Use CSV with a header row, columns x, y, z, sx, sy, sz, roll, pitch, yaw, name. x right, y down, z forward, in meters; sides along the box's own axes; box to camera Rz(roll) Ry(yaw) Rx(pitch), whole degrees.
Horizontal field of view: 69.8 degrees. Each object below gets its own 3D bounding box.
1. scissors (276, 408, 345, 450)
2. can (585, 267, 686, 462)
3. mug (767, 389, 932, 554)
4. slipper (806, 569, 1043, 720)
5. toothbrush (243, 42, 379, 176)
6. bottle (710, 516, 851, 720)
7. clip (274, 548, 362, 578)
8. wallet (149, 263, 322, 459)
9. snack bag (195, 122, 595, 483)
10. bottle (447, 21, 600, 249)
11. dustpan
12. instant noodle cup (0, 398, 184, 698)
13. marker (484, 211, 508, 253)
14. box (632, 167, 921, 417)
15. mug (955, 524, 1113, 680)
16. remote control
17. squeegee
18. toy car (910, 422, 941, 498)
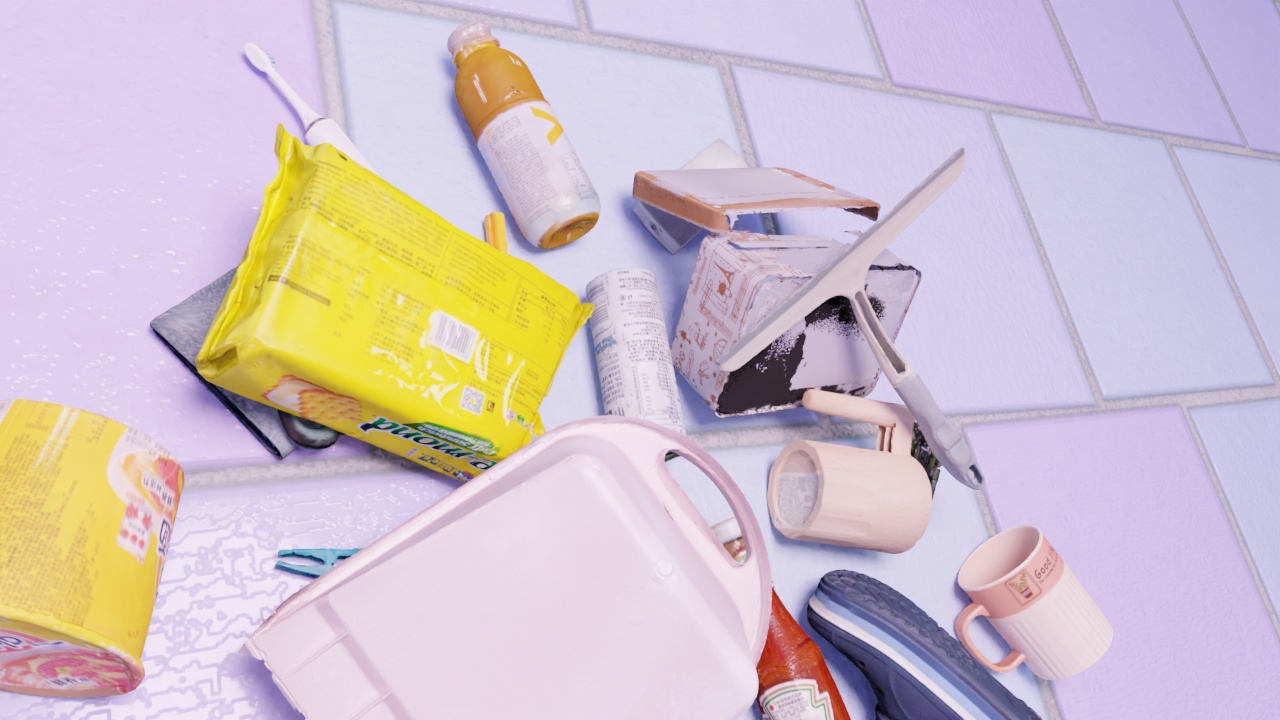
x,y,z,sx,sy,sz,roll,pitch,yaw,name
-0.169,0.001,0.614,0.170,0.019,0.178,53,55,-20,scissors
-0.004,0.004,0.707,0.058,0.058,0.146,1,68,-30,can
0.170,0.090,0.743,0.103,0.084,0.124,11,84,-24,mug
0.225,0.262,0.703,0.253,0.105,0.095,38,95,7,slipper
-0.218,-0.146,0.673,0.221,0.027,0.026,51,15,0,toothbrush
0.102,0.214,0.672,0.059,0.060,0.206,-12,71,-34,bottle
-0.196,0.125,0.567,0.056,0.015,0.049,13,64,-26,clip
-0.240,-0.007,0.602,0.121,0.019,0.097,46,52,-2,wallet
-0.142,-0.022,0.585,0.246,0.068,0.157,28,64,-33,snack bag
-0.098,-0.182,0.733,0.067,0.068,0.189,-22,80,-35,bottle
-0.043,0.164,0.552,0.273,0.139,0.222,-34,90,-1,dustpan
-0.300,0.093,0.454,0.138,0.138,0.109,20,50,-21,instant noodle cup
-0.107,-0.058,0.701,0.015,0.018,0.123,3,67,-30,marker
0.096,-0.075,0.774,0.182,0.157,0.193,-5,34,-32,box
0.331,0.220,0.794,0.114,0.082,0.106,-39,92,-10,mug
0.052,-0.151,0.835,0.056,0.019,0.134,47,55,-3,remote control
0.205,0.009,0.714,0.246,0.039,0.246,-41,112,-9,squeegee
0.236,0.106,0.816,0.048,0.032,0.105,29,68,-16,toy car
